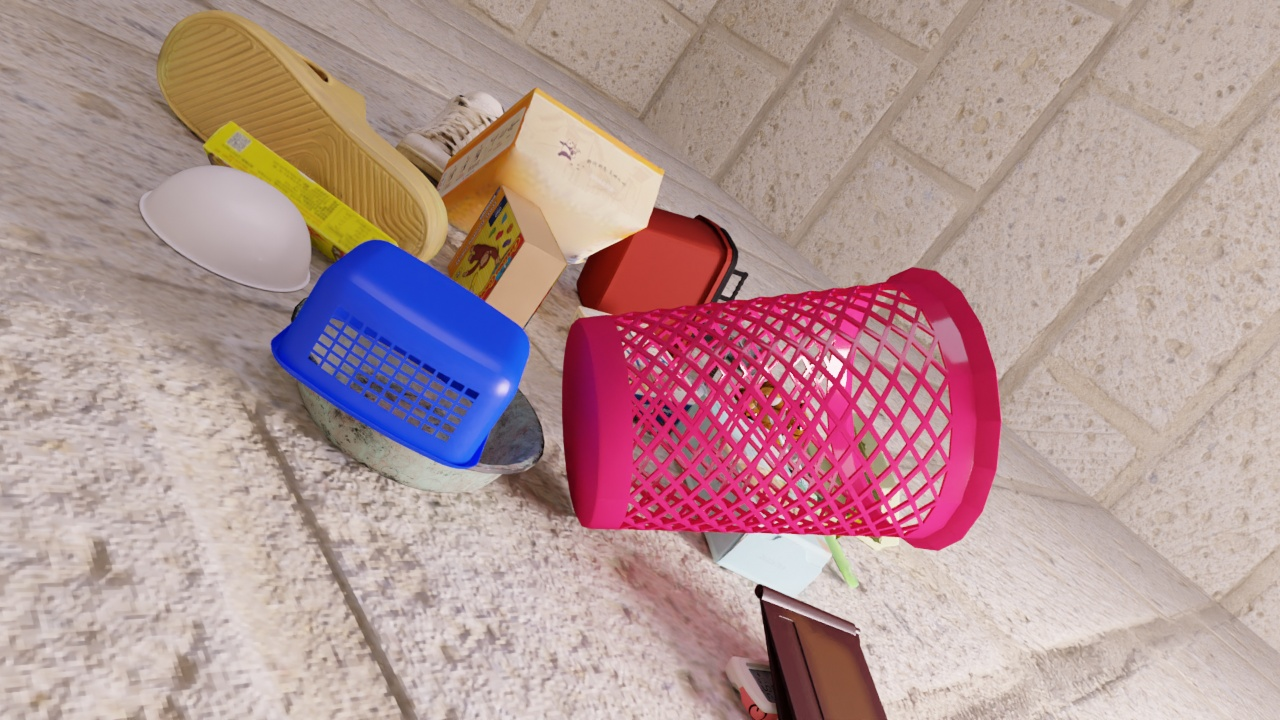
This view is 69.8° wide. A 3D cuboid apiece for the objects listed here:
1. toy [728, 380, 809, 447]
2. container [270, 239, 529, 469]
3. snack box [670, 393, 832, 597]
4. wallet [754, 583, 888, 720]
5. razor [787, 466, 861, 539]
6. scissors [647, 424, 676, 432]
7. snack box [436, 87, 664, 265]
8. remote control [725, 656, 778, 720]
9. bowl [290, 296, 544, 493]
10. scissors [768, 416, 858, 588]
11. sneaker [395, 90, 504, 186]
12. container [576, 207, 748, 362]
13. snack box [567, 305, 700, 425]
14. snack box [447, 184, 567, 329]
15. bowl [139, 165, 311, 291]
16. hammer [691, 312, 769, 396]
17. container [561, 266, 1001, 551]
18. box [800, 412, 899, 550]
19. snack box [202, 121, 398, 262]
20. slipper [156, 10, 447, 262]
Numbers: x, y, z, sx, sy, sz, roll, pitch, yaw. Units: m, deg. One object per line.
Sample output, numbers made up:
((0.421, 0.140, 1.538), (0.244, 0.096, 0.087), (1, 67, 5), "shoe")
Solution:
((0.131, 0.053, 0.940), (0.087, 0.067, 0.112), (13, 29, 4), "toy")
((-0.113, -0.008, 0.464), (0.114, 0.058, 0.096), (33, 16, -11), "container")
((0.081, 0.100, 0.715), (0.075, 0.053, 0.174), (31, 20, -23), "snack box")
((0.110, 0.191, 0.526), (0.091, 0.018, 0.115), (28, 35, -30), "wallet")
((0.163, 0.125, 0.867), (0.042, 0.026, 0.106), (-23, 43, -32), "razor")
((0.027, 0.046, 0.836), (0.125, 0.015, 0.136), (43, 15, 21), "scissors")
((-0.095, -0.153, 0.871), (0.145, 0.080, 0.196), (28, -23, -28), "snack box")
((0.099, 0.199, 0.544), (0.125, 0.018, 0.038), (22, 21, -38), "remote control")
((-0.131, 0.023, 0.522), (0.157, 0.039, 0.157), (33, 16, -11), "bowl")
((0.138, 0.111, 0.773), (0.168, 0.023, 0.171), (-6, 72, -82), "scissors")
((-0.199, -0.254, 1.043), (0.089, 0.102, 0.241), (34, 17, -8), "sneaker")
((0.048, -0.081, 0.991), (0.200, 0.148, 0.127), (18, 24, -26), "container")
((-0.005, 0.005, 0.835), (0.081, 0.026, 0.150), (13, 25, -32), "snack box")
((-0.113, -0.078, 0.754), (0.040, 0.088, 0.125), (27, 19, -29), "snack box")
((-0.255, -0.094, 0.589), (0.110, 0.041, 0.109), (33, 16, -11), "bowl")
((0.087, 0.000, 1.039), (0.098, 0.044, 0.321), (37, 17, 3), "hammer")
((0.072, 0.035, 0.578), (0.225, 0.183, 0.183), (-2, 29, -14), "container")
((0.227, 0.125, 0.959), (0.187, 0.089, 0.078), (-88, 154, -72), "box")
((-0.241, -0.109, 0.655), (0.148, 0.028, 0.040), (36, -22, -1), "snack box")
((-0.251, -0.174, 0.716), (0.263, 0.100, 0.078), (41, 26, 1), "slipper")
